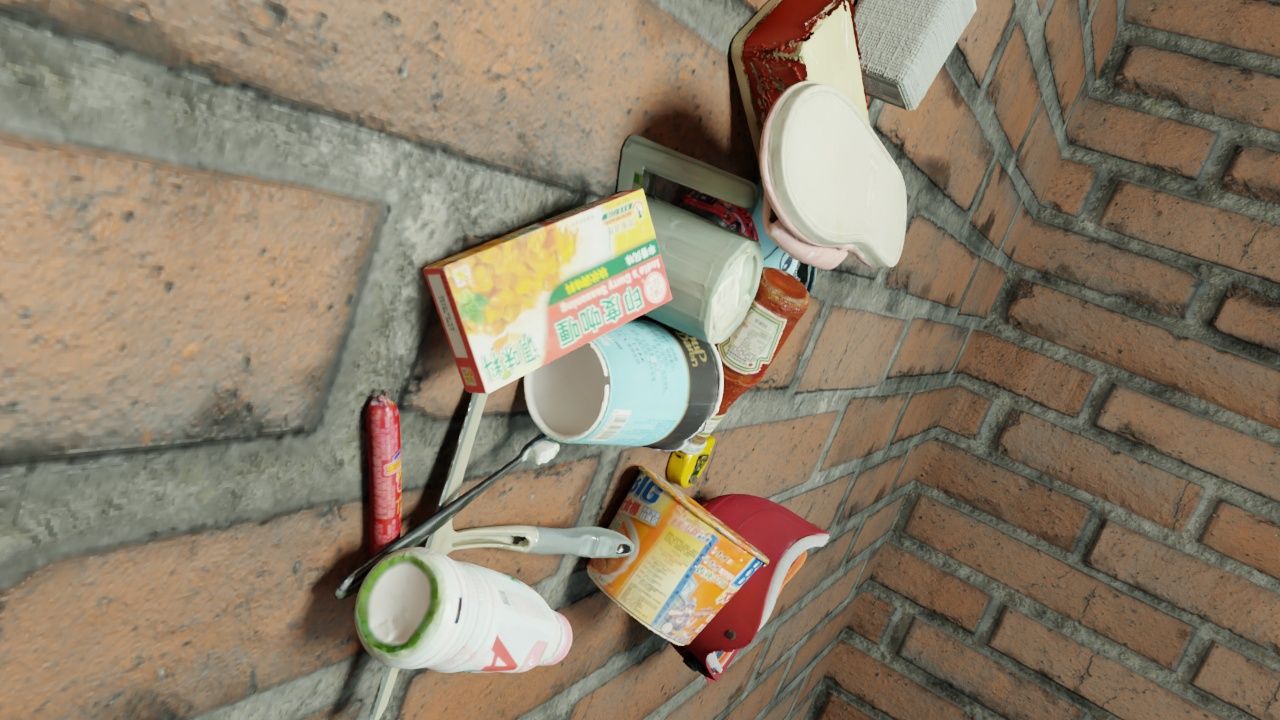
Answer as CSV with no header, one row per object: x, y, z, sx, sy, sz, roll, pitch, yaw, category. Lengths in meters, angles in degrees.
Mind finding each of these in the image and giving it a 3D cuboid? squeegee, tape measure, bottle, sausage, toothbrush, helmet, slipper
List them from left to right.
-0.154,0.083,0.552,0.020,0.020,0.156,-33,142,-48,sausage
-0.118,0.097,0.586,0.180,0.018,0.016,-35,139,-38,toothbrush
-0.101,0.171,0.597,0.068,0.068,0.197,-60,151,-9,bottle
-0.086,0.137,0.697,0.246,0.039,0.246,16,93,-55,squeegee
0.054,0.106,0.963,0.059,0.029,0.057,-10,123,-60,tape measure
0.092,0.247,1.044,0.206,0.144,0.241,-43,162,-37,helmet
0.086,0.008,0.857,0.059,0.060,0.207,-28,153,-51,bottle
0.138,-0.124,0.673,0.273,0.054,0.114,5,89,-59,slipper

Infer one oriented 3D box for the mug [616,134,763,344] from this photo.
0.026,-0.083,0.643,0.083,0.103,0.124,-34,143,-46,mug

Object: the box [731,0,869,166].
0.142,-0.201,0.742,0.091,0.080,0.168,-51,138,-26,box

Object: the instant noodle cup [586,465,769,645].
0.029,0.187,0.865,0.111,0.151,0.151,-53,154,-3,instant noodle cup

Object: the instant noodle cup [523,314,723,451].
-0.018,0.015,0.664,0.120,0.111,0.111,0,114,-53,instant noodle cup

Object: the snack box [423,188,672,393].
-0.050,-0.046,0.558,0.155,0.027,0.077,-29,112,-37,snack box

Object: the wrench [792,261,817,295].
0.177,-0.175,0.919,0.016,0.056,0.274,-6,127,-12,wrench

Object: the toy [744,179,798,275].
0.128,-0.137,0.852,0.156,0.050,0.161,-50,142,-24,toy

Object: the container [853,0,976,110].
0.248,-0.313,0.876,0.114,0.090,0.090,-63,155,5,container

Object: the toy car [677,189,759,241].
0.068,-0.108,0.762,0.045,0.053,0.120,-63,158,-5,toy car
